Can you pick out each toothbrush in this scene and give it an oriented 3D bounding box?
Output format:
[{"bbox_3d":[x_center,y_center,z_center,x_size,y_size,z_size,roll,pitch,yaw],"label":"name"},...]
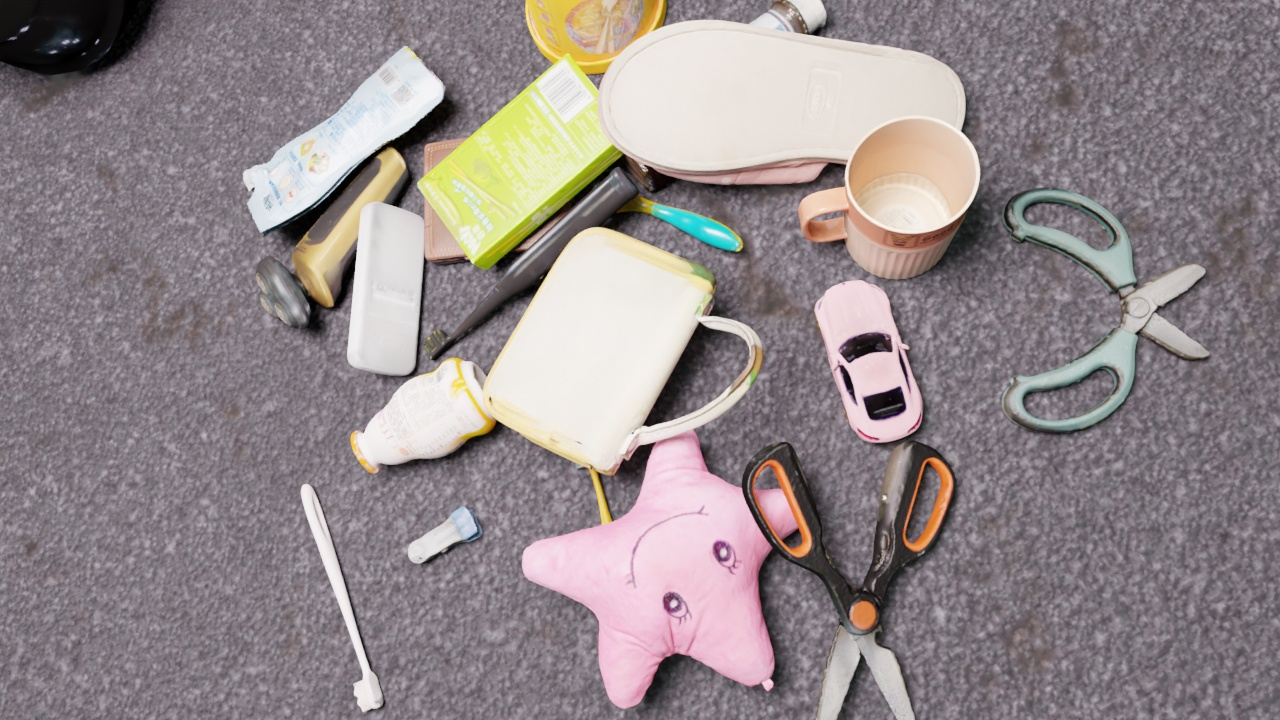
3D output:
[{"bbox_3d":[-0.023,0.142,0.670,0.018,0.016,0.191,-20,74,16],"label":"toothbrush"},{"bbox_3d":[-0.231,0.178,0.699,0.016,0.016,0.180,-26,75,10],"label":"toothbrush"},{"bbox_3d":[-0.089,-0.070,0.710,0.213,0.026,0.027,-39,76,12],"label":"toothbrush"}]

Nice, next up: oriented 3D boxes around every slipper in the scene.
[{"bbox_3d":[0.104,-0.187,0.677,0.274,0.054,0.114,-1,103,-8],"label":"slipper"}]

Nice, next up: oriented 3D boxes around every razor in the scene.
[{"bbox_3d":[0.020,-0.111,0.712,0.132,0.028,0.043,22,114,16],"label":"razor"},{"bbox_3d":[-0.247,-0.103,0.744,0.062,0.067,0.167,24,75,41],"label":"razor"}]

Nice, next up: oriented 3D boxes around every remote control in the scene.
[{"bbox_3d":[-0.200,-0.056,0.728,0.020,0.055,0.136,-10,74,42],"label":"remote control"}]

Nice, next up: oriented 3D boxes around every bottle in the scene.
[{"bbox_3d":[-0.163,0.045,0.691,0.108,0.063,0.063,-28,74,2],"label":"bottle"},{"bbox_3d":[0.061,-0.220,0.722,0.195,0.044,0.080,-40,77,-1],"label":"bottle"}]

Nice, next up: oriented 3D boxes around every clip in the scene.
[{"bbox_3d":[-0.148,0.134,0.694,0.058,0.036,0.025,-31,76,-1],"label":"clip"}]

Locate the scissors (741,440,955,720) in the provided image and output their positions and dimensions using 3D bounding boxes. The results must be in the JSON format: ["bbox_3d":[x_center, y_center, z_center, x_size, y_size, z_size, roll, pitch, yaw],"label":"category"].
[{"bbox_3d":[0.141,0.147,0.617,0.228,0.022,0.220,41,75,-6],"label":"scissors"}]

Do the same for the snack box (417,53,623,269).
[{"bbox_3d":[-0.088,-0.151,0.704,0.156,0.026,0.085,-39,74,8],"label":"snack box"}]

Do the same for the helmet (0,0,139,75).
[{"bbox_3d":[-0.536,-0.385,0.773,0.233,0.230,0.274,6,68,2],"label":"helmet"}]

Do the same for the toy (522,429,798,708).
[{"bbox_3d":[0.037,0.143,0.626,0.194,0.075,0.178,-38,79,-12],"label":"toy"}]

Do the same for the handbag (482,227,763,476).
[{"bbox_3d":[-0.004,0.004,0.653,0.179,0.063,0.163,24,79,31],"label":"handbag"}]

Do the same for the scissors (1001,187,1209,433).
[{"bbox_3d":[0.303,-0.041,0.651,0.171,0.019,0.170,-37,73,2],"label":"scissors"}]

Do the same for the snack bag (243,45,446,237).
[{"bbox_3d":[-0.250,-0.183,0.763,0.191,0.039,0.110,-41,54,-2],"label":"snack bag"}]

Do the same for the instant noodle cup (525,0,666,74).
[{"bbox_3d":[-0.046,-0.309,0.724,0.118,0.114,0.118,-2,76,10],"label":"instant noodle cup"}]

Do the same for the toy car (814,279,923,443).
[{"bbox_3d":[0.163,-0.001,0.657,0.056,0.037,0.122,-16,74,5],"label":"toy car"}]

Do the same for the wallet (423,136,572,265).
[{"bbox_3d":[-0.115,-0.131,0.741,0.125,0.032,0.101,-5,80,10],"label":"wallet"}]

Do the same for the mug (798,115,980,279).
[{"bbox_3d":[0.169,-0.106,0.643,0.114,0.106,0.081,-11,75,8],"label":"mug"}]
